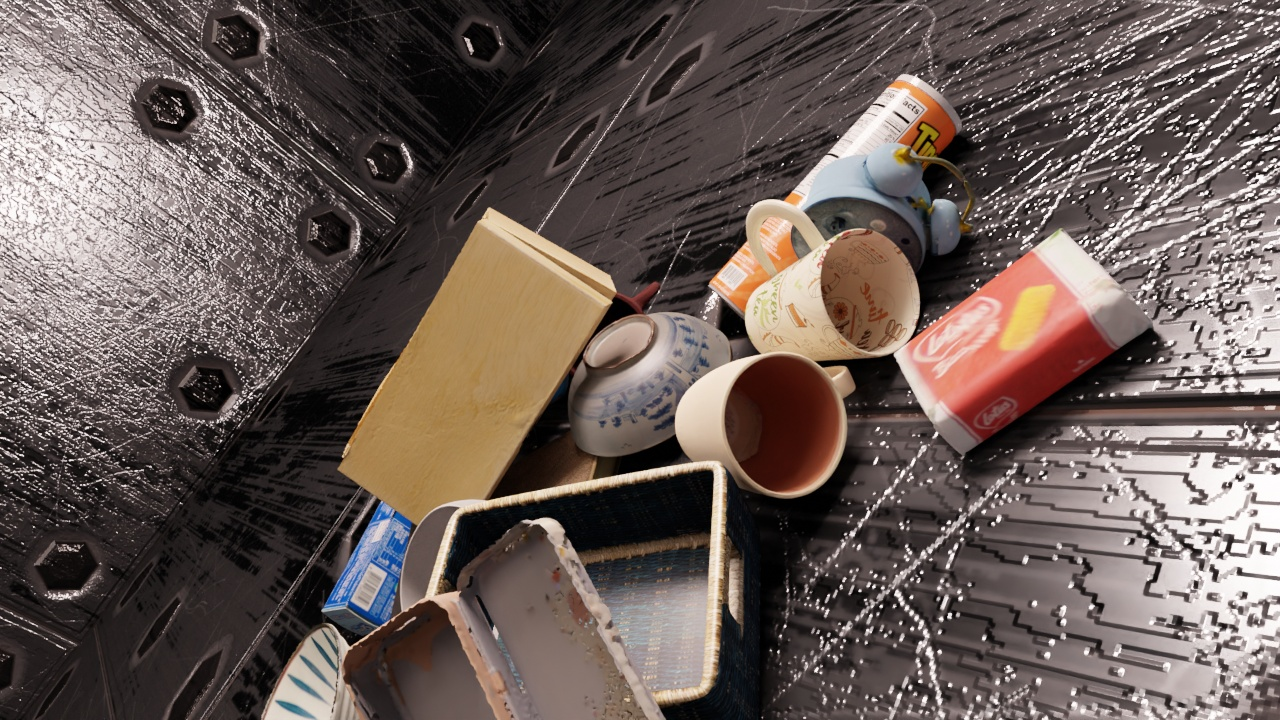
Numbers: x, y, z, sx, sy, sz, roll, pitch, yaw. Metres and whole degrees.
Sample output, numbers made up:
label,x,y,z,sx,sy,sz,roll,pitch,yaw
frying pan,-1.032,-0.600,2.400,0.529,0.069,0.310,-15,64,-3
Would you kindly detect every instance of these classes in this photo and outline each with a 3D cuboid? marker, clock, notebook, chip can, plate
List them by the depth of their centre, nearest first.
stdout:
label,x,y,z,sx,sy,sz,roll,pitch,yaw
clock,0.159,-0.096,0.609,0.125,0.089,0.051,-19,38,48
chip can,0.145,-0.114,0.693,0.210,0.062,0.062,-48,24,5
notebook,-0.099,0.123,0.805,0.216,0.034,0.189,-32,29,34
plate,-0.210,0.212,0.825,0.173,0.019,0.173,-169,91,-79
marker,-0.121,0.062,0.959,0.018,0.015,0.123,-46,25,6

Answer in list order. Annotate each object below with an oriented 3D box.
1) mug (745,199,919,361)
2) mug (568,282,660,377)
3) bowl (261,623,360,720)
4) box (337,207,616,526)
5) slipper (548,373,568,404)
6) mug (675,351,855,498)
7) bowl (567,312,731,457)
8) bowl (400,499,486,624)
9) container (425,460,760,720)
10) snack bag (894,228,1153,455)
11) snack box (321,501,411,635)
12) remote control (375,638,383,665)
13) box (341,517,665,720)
label,x,y,z,sx,sy,sz,roll,pitch,yaw
mug,0.109,-0.051,0.606,0.080,0.122,0.097,-40,10,-27
mug,-0.025,-0.035,0.863,0.114,0.087,0.088,-41,7,5
bowl,-0.250,0.307,0.734,0.178,0.071,0.177,-39,37,38
box,-0.138,0.016,0.758,0.249,0.140,0.122,-56,23,15
slipper,-0.094,0.001,0.916,0.213,0.059,0.104,-46,-15,-30
mug,0.081,0.033,0.581,0.111,0.085,0.104,-27,5,-18
bowl,-0.004,0.004,0.744,0.151,0.057,0.150,-24,31,15
bowl,-0.112,0.170,0.681,0.132,0.064,0.131,-3,86,39
container,-0.029,0.147,0.522,0.188,0.071,0.145,-13,42,21
snack bag,0.196,-0.010,0.483,0.116,0.036,0.076,-40,26,21
snack box,-0.249,0.174,0.964,0.060,0.059,0.225,-22,37,42
remote control,-0.234,0.260,0.804,0.125,0.010,0.039,129,152,-64
box,-0.042,0.196,0.416,0.154,0.216,0.058,-37,-19,19
